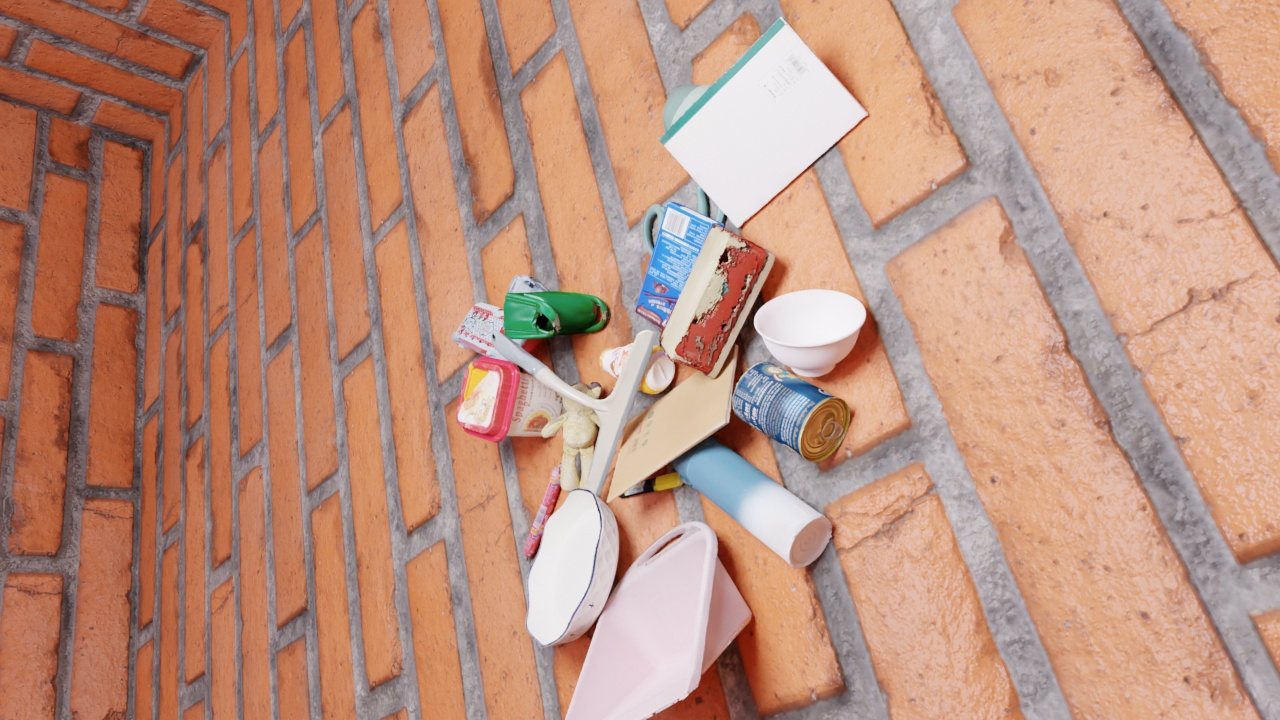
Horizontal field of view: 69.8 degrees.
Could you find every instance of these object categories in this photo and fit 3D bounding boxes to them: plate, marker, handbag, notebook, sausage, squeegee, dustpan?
[{"bbox_3d":[-0.088,0.271,1.198,0.205,0.045,0.204,-47,30,39],"label":"plate"},{"bbox_3d":[0.012,0.162,1.187,0.124,0.015,0.018,-21,64,45],"label":"marker"},{"bbox_3d":[-0.124,-0.062,1.303,0.120,0.131,0.068,9,100,41],"label":"handbag"},{"bbox_3d":[0.141,-0.277,1.092,0.150,0.012,0.210,46,123,-7],"label":"notebook"},{"bbox_3d":[-0.138,0.219,1.325,0.020,0.020,0.156,29,101,46],"label":"sausage"},{"bbox_3d":[0.039,0.077,1.128,0.208,0.008,0.147,-38,23,33],"label":"notebook"},{"bbox_3d":[-0.119,0.020,1.214,0.247,0.039,0.247,31,116,26],"label":"squeegee"},{"bbox_3d":[0.000,0.298,1.030,0.223,0.272,0.139,-40,79,29],"label":"dustpan"}]

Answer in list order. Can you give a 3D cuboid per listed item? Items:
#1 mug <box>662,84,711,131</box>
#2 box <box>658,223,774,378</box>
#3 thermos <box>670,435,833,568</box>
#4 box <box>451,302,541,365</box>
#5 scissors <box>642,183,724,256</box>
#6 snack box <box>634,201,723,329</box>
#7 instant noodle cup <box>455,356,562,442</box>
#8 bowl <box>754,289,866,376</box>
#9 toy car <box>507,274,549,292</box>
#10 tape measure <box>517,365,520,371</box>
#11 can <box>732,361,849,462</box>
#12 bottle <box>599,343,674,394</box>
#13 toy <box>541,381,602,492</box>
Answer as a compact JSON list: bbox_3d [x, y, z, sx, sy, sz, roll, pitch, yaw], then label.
[{"bbox_3d":[0.089,-0.298,1.184,0.106,0.082,0.112,24,129,46],"label":"mug"},{"bbox_3d":[0.082,-0.074,1.105,0.168,0.079,0.091,-65,18,12],"label":"box"},{"bbox_3d":[0.117,0.151,1.045,0.220,0.070,0.070,34,104,46],"label":"thermos"},{"bbox_3d":[-0.231,-0.042,1.435,0.087,0.048,0.201,-52,35,-15],"label":"box"},{"bbox_3d":[0.050,-0.162,1.227,0.178,0.019,0.174,11,91,45],"label":"scissors"},{"bbox_3d":[0.048,-0.117,1.188,0.084,0.026,0.157,34,114,41],"label":"snack box"},{"bbox_3d":[-0.186,0.062,1.338,0.117,0.124,0.116,10,86,47],"label":"instant noodle cup"},{"bbox_3d":[0.187,-0.022,1.003,0.118,0.118,0.065,27,138,46],"label":"bowl"},{"bbox_3d":[-0.164,-0.091,1.420,0.120,0.036,0.054,39,108,41],"label":"toy car"},{"bbox_3d":[-0.208,0.029,1.441,0.055,0.025,0.058,-26,58,42],"label":"tape measure"},{"bbox_3d":[0.163,0.054,1.011,0.111,0.075,0.075,31,103,46],"label":"can"},{"bbox_3d":[-0.007,0.007,1.209,0.108,0.063,0.063,12,88,47],"label":"bottle"},{"bbox_3d":[-0.083,0.108,1.272,0.105,0.066,0.157,-2,81,13],"label":"toy"}]
